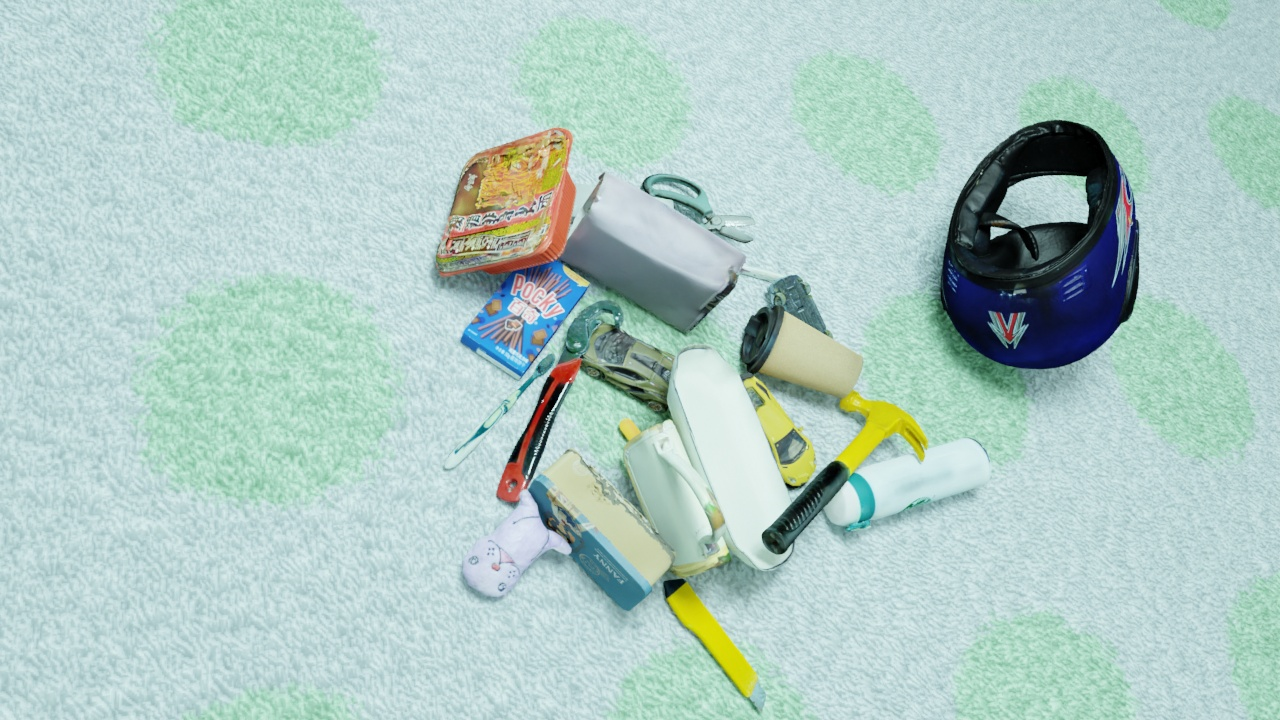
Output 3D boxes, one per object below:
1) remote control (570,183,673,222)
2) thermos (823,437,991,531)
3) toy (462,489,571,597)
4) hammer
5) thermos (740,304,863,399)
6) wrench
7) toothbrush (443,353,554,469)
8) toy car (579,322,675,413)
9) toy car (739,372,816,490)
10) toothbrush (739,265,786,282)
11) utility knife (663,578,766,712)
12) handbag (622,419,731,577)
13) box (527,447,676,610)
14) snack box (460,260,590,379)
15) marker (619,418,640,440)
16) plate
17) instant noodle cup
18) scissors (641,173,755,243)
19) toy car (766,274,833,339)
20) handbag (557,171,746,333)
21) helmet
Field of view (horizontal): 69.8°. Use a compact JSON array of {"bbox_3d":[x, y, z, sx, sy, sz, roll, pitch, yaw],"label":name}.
[{"bbox_3d":[-0.025,-0.193,1.188,0.135,0.019,0.056,10,61,0],"label":"remote control"},{"bbox_3d":[0.329,0.154,1.137,0.223,0.073,0.073,-12,70,-24],"label":"thermos"},{"bbox_3d":[-0.135,0.201,0.958,0.107,0.039,0.084,-41,94,-17],"label":"toy"},{"bbox_3d":[0.233,0.129,1.072,0.129,0.033,0.299,25,41,30],"label":"hammer"},{"bbox_3d":[0.201,-0.008,1.151,0.143,0.093,0.092,23,60,-6],"label":"thermos"},{"bbox_3d":[-0.095,0.040,1.052,0.056,0.016,0.272,18,65,20],"label":"wrench"},{"bbox_3d":[-0.156,0.054,1.039,0.016,0.018,0.191,40,59,2],"label":"toothbrush"},{"bbox_3d":[-0.007,0.006,1.104,0.158,0.042,0.070,26,59,-4],"label":"toy car"},{"bbox_3d":[0.159,0.086,1.124,0.071,0.041,0.156,-34,82,-28],"label":"toy car"},{"bbox_3d":[0.117,-0.132,1.229,0.187,0.016,0.017,14,52,-12],"label":"toothbrush"},{"bbox_3d":[0.082,0.309,1.003,0.033,0.015,0.173,-34,82,-24],"label":"utility knife"},{"bbox_3d":[0.039,0.145,0.968,0.063,0.179,0.163,-21,79,-13],"label":"handbag"},{"bbox_3d":[-0.040,0.184,0.976,0.184,0.090,0.062,45,58,11],"label":"box"},{"bbox_3d":[-0.135,-0.059,1.096,0.084,0.026,0.156,34,59,-1],"label":"snack box"},{"bbox_3d":[0.016,0.119,1.073,0.018,0.015,0.124,-38,84,-10],"label":"marker"},{"bbox_3d":[0.097,0.109,1.034,0.161,0.034,0.265,-9,75,-57],"label":"plate"},{"bbox_3d":[-0.148,-0.176,1.086,0.079,0.165,0.188,44,47,-49],"label":"instant noodle cup"},{"bbox_3d":[0.069,-0.202,1.224,0.177,0.019,0.169,-5,60,-7],"label":"scissors"},{"bbox_3d":[0.211,-0.055,1.215,0.054,0.037,0.120,-25,86,-29],"label":"toy car"},{"bbox_3d":[0.013,-0.133,1.106,0.197,0.145,0.098,29,70,-11],"label":"handbag"},{"bbox_3d":[0.548,-0.136,1.251,0.240,0.248,0.314,50,57,-43],"label":"helmet"}]
